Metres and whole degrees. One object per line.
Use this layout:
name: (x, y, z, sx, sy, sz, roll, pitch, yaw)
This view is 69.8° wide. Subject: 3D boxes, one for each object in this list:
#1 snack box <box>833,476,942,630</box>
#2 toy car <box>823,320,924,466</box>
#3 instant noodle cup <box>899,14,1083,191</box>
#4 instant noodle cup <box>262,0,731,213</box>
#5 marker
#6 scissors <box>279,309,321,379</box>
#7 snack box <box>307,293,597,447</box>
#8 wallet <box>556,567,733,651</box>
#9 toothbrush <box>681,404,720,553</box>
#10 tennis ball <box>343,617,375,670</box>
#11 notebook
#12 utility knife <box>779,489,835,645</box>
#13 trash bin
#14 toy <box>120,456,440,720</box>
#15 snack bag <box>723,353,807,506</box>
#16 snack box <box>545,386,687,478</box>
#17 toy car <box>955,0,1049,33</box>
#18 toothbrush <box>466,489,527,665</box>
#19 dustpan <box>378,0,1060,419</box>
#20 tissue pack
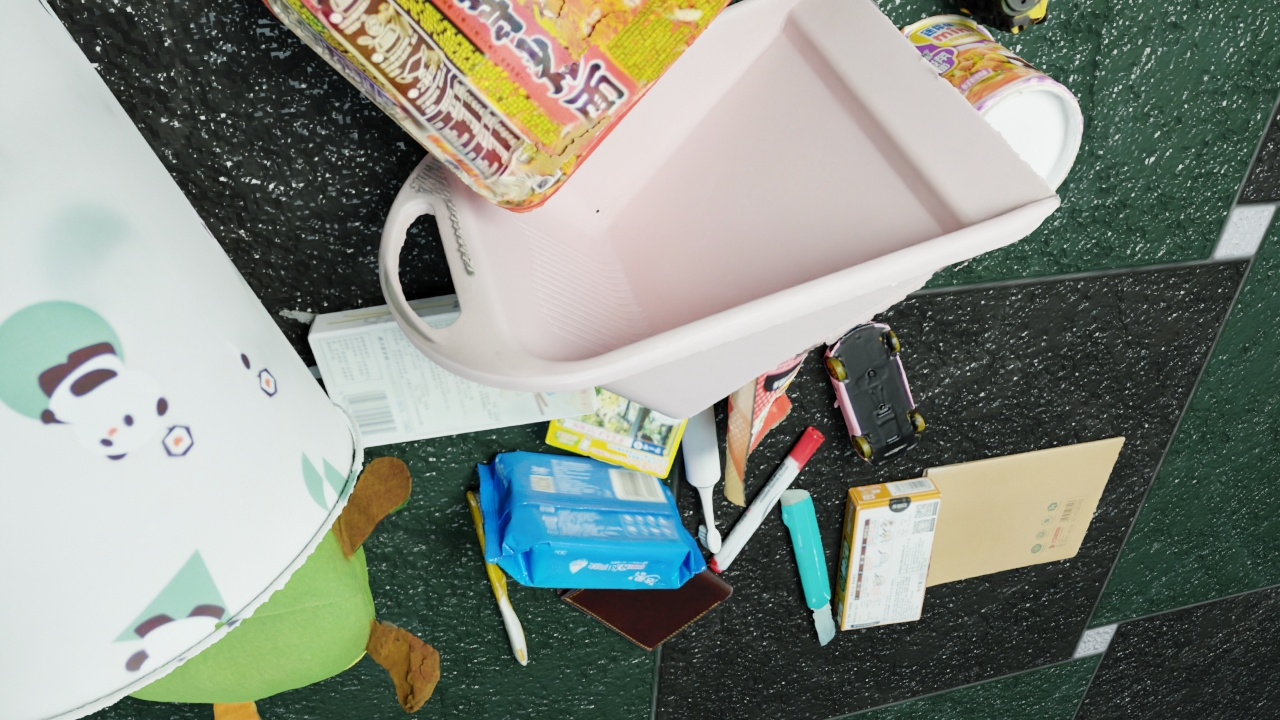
snack box: (0.213, 0.172, 0.800, 0.075, 0.026, 0.154, -6, 124, -6)
toy car: (0.174, 0.024, 0.690, 0.056, 0.037, 0.122, -26, 114, -6)
instant noodle cup: (0.198, -0.139, 0.553, 0.111, 0.099, 0.112, -9, 126, -13)
instant noodle cup: (-0.055, -0.186, 0.423, 0.164, 0.079, 0.189, 42, 100, -17)
marker: (0.099, 0.113, 0.731, 0.017, 0.017, 0.145, 21, 113, -30)
scissors: (-0.127, -0.008, 0.574, 0.174, 0.014, 0.159, -35, 124, 7)
snack box: (-0.109, 0.003, 0.551, 0.157, 0.026, 0.085, -9, 123, -2)
wallet: (0.006, 0.188, 0.746, 0.096, 0.020, 0.122, -38, 128, 13)
toothbrush: (0.044, 0.063, 0.673, 0.026, 0.026, 0.221, -35, 133, -31)
tennis ball: (-0.216, 0.182, 0.631, 0.065, 0.065, 0.066, -9, 124, -14)
notebook: (0.336, 0.142, 0.842, 0.207, 0.008, 0.148, -7, 124, -16)
utility knife: (0.147, 0.182, 0.795, 0.029, 0.013, 0.205, -23, 124, -7)
trash bin: (-0.282, -0.011, 0.392, 0.229, 0.229, 0.252, -23, 121, -5)
toy: (-0.243, 0.146, 0.561, 0.247, 0.090, 0.227, -8, 90, 7)
snack bag: (0.089, -0.023, 0.581, 0.073, 0.128, 0.208, 16, 124, 15)
snack box: (-0.004, 0.003, 0.594, 0.087, 0.033, 0.141, 16, 115, -2)
toy car: (0.191, -0.251, 0.493, 0.041, 0.071, 0.156, -24, 126, -3)
toothbrush: (-0.104, 0.168, 0.695, 0.018, 0.016, 0.192, -21, 126, -17)
dustpan: (0.014, -0.090, 0.443, 0.274, 0.222, 0.138, -41, 138, 18)
tissue pack: (-0.037, 0.112, 0.633, 0.157, 0.095, 0.052, 8, 124, -24)
